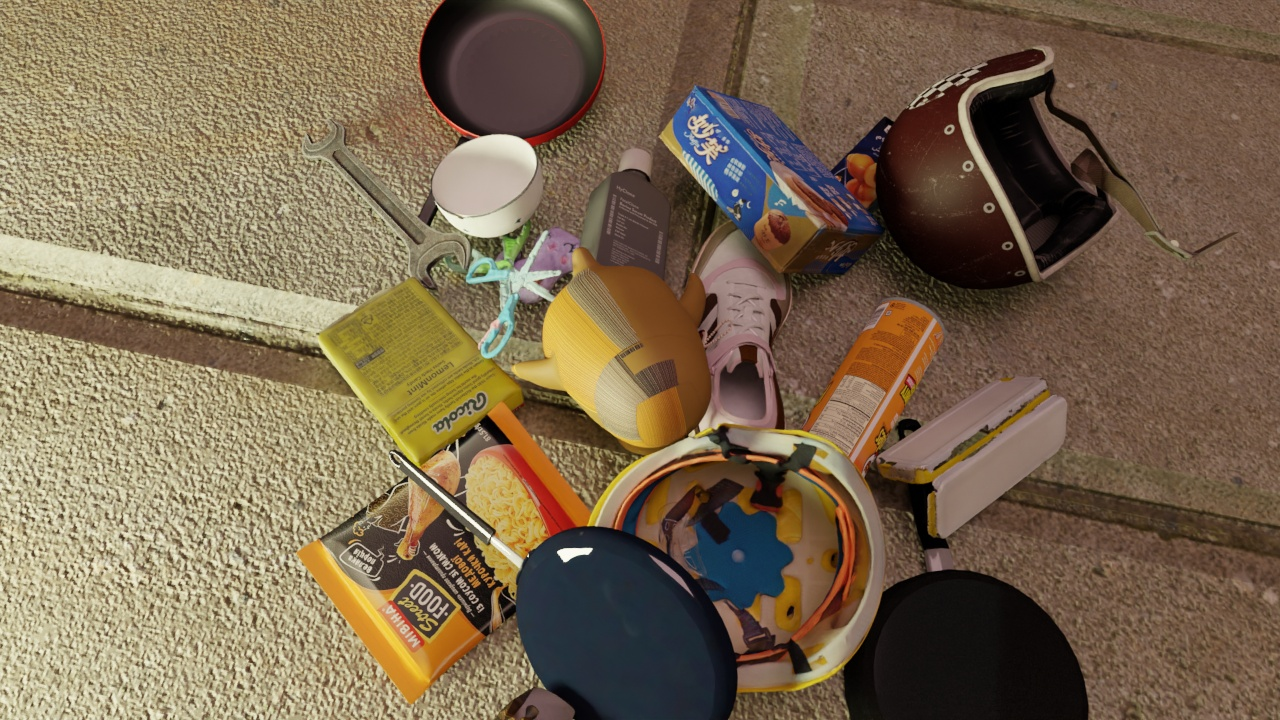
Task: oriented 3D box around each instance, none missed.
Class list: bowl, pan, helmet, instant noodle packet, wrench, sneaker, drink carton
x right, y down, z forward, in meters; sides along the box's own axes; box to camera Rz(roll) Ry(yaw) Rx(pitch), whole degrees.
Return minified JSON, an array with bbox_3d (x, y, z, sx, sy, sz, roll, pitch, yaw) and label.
[{"bbox_3d":[-0.151,-0.171,0.941,0.113,0.063,0.113,-7,55,10],"label":"bowl"},{"bbox_3d":[-0.172,-0.273,1.025,0.209,0.067,0.355,23,80,5],"label":"pan"},{"bbox_3d":[0.085,0.166,0.774,0.240,0.139,0.209,-1,76,17],"label":"helmet"},{"bbox_3d":[-0.159,0.163,0.808,0.220,0.032,0.160,-37,85,-20],"label":"instant noodle packet"},{"bbox_3d":[-0.276,-0.172,0.979,0.070,0.010,0.273,-47,68,1],"label":"wrench"},{"bbox_3d":[0.096,-0.035,0.889,0.112,0.117,0.293,8,62,1],"label":"sneaker"},{"bbox_3d":[0.261,-0.214,1.036,0.064,0.040,0.129,38,67,14],"label":"drink carton"},{"bbox_3d":[0.275,0.211,0.815,0.204,0.044,0.355,-1,64,-5],"label":"pan"},{"bbox_3d":[0.369,-0.183,0.914,0.254,0.233,0.233,-30,23,13],"label":"helmet"},{"bbox_3d":[-0.080,0.179,0.738,0.356,0.199,0.021,36,33,17],"label":"pan"}]

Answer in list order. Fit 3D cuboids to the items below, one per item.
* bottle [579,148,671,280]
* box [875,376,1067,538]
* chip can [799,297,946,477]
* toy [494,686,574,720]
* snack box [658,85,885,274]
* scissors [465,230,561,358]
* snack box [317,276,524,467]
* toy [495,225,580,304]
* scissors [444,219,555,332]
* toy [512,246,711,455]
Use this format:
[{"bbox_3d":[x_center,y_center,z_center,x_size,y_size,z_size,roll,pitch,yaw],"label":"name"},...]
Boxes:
[{"bbox_3d":[-0.014,-0.146,0.963,0.083,0.046,0.173,23,58,-26],"label":"bottle"},{"bbox_3d":[0.311,0.080,0.867,0.209,0.079,0.080,-26,32,-31],"label":"box"},{"bbox_3d":[0.213,0.040,0.880,0.075,0.075,0.214,32,65,12],"label":"chip can"},{"bbox_3d":[-0.073,0.313,0.733,0.076,0.062,0.100,-42,82,1],"label":"toy"},{"bbox_3d":[0.138,-0.184,0.951,0.154,0.069,0.202,-7,54,-54],"label":"snack box"},{"bbox_3d":[-0.132,-0.070,0.888,0.136,0.015,0.135,24,80,42],"label":"scissors"},{"bbox_3d":[-0.215,0.010,0.888,0.121,0.045,0.181,-37,68,-21],"label":"snack box"},{"bbox_3d":[-0.105,-0.104,0.959,0.080,0.036,0.099,32,65,25],"label":"toy"},{"bbox_3d":[-0.132,-0.097,0.932,0.170,0.028,0.138,36,71,31],"label":"scissors"},{"bbox_3d":[-0.005,0.005,0.819,0.198,0.163,0.203,-26,34,-7],"label":"toy"}]
